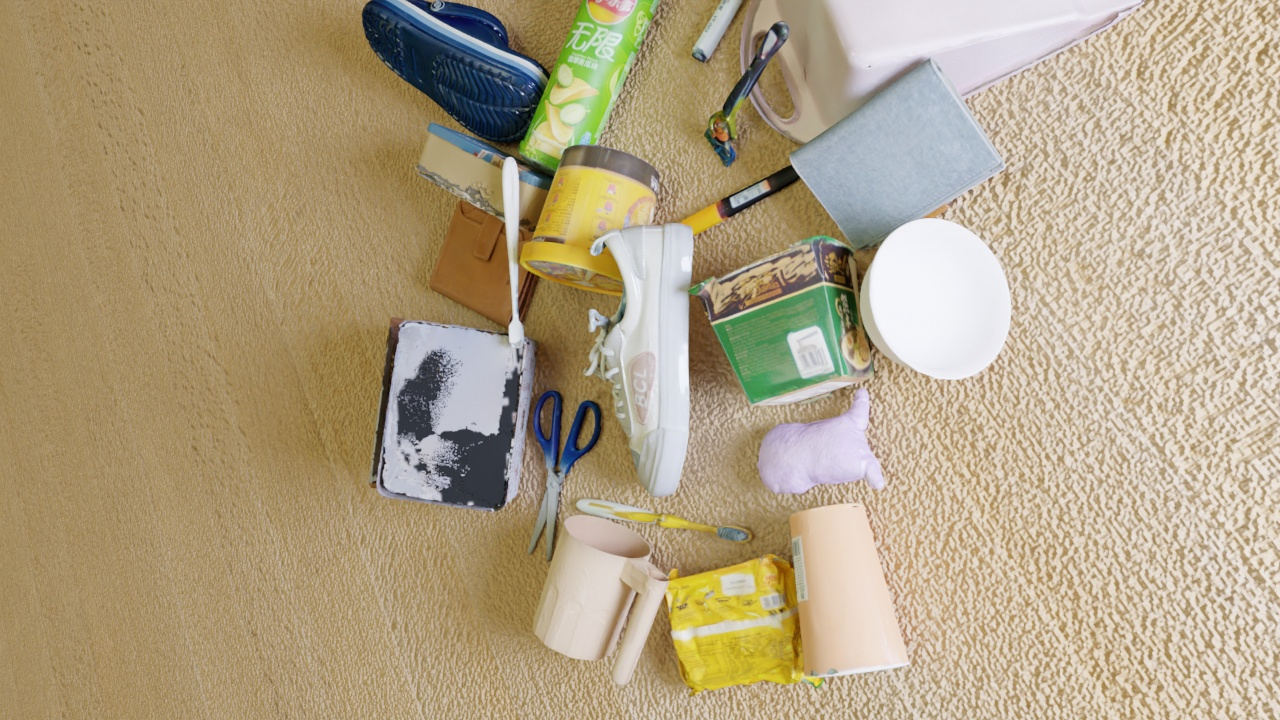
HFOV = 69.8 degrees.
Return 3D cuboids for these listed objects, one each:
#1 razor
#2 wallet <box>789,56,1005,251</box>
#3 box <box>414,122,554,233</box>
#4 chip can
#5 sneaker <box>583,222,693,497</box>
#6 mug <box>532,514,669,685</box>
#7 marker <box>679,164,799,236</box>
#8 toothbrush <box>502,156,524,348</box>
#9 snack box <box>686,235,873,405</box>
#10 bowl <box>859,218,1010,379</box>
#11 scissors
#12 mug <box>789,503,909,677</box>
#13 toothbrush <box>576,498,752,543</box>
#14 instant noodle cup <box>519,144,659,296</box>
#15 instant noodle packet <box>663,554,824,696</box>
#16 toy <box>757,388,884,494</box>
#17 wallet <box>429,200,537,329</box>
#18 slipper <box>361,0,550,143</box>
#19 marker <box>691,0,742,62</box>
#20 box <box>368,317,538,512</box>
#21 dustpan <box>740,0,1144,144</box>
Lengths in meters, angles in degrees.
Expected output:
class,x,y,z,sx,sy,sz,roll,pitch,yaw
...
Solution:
class,x,y,z,sx,sy,sz,roll,pitch,yaw
razor,0.088,-0.228,0.782,0.042,0.022,0.143,60,146,21
wallet,0.198,-0.153,0.708,0.130,0.036,0.106,-31,104,35
box,-0.150,-0.186,0.938,0.184,0.089,0.059,33,104,27
chip can,-0.046,-0.283,0.888,0.072,0.072,0.221,32,103,33
sneaker,-0.005,0.004,0.778,0.091,0.089,0.242,1,107,0
mug,-0.033,0.211,0.816,0.125,0.084,0.103,29,103,46
marker,0.087,-0.141,0.817,0.124,0.015,0.018,-25,73,27
toothbrush,-0.119,-0.101,0.860,0.016,0.016,0.180,-3,88,1
snack box,0.122,-0.024,0.721,0.118,0.117,0.105,-22,77,29
bowl,0.207,-0.040,0.685,0.065,0.118,0.118,153,115,-71
scissors,-0.076,0.113,0.904,0.141,0.012,0.171,-23,74,31
mug,0.153,0.175,0.705,0.078,0.078,0.122,-20,69,31
toothbrush,0.015,0.145,0.833,0.192,0.018,0.016,4,84,35
instant noodle cup,-0.041,-0.128,0.846,0.119,0.118,0.114,9,83,35
instant noodle packet,0.083,0.220,0.764,0.129,0.044,0.110,-19,81,35
toy,0.141,0.072,0.743,0.108,0.039,0.083,-20,60,36
wallet,-0.163,-0.103,0.976,0.132,0.031,0.108,27,102,32
slipper,-0.186,-0.322,0.981,0.253,0.105,0.095,32,62,19
marker,0.086,-0.333,0.836,0.022,0.018,0.131,46,110,38
box,-0.193,0.053,0.958,0.227,0.156,0.180,176,101,-76
dustpan,0.216,-0.300,0.749,0.273,0.139,0.222,-15,74,4
